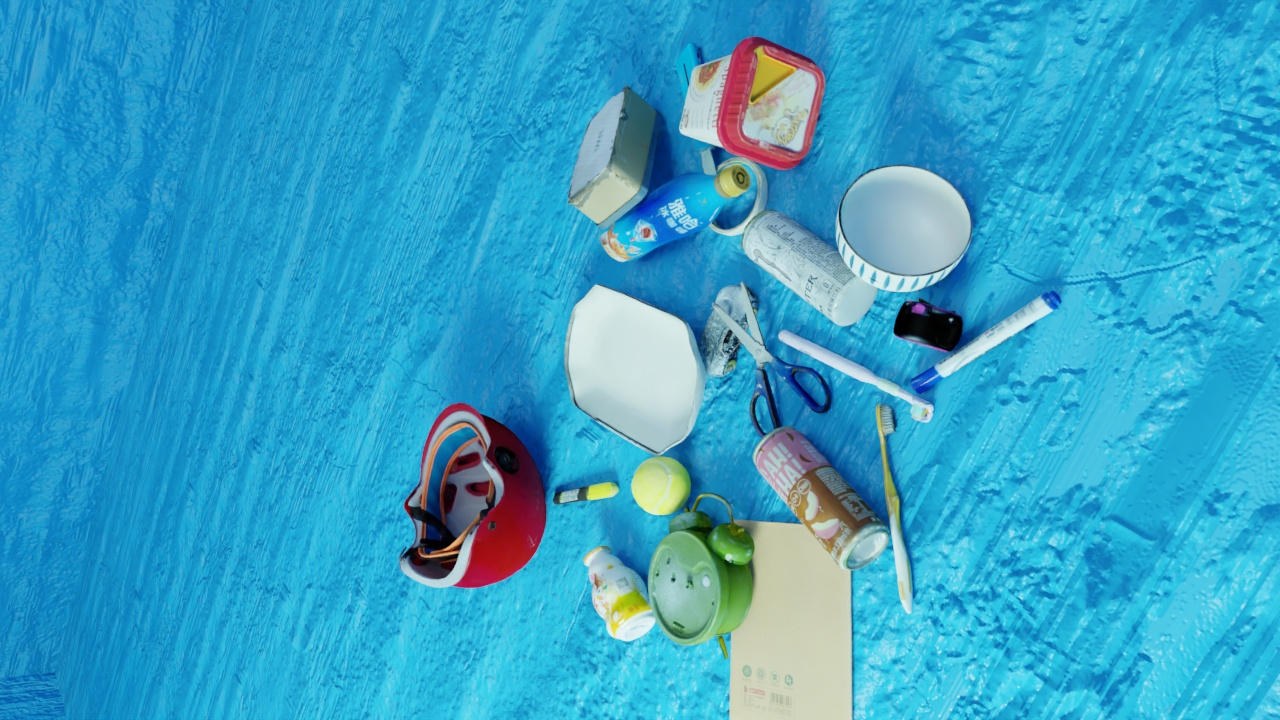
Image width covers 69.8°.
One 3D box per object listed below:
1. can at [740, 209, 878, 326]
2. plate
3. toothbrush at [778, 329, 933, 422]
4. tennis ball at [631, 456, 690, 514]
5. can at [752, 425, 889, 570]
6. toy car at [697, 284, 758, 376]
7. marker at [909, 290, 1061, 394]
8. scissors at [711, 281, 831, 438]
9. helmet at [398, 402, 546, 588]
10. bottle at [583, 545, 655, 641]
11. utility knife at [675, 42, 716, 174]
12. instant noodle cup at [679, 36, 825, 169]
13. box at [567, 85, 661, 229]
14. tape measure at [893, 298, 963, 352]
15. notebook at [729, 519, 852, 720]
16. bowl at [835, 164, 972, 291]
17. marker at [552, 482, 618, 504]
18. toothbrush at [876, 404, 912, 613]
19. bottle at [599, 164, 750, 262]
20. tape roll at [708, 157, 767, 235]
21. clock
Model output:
[{"bbox_3d":[0.166,-0.094,0.912,0.147,0.058,0.058,44,115,39],"label":"can"},{"bbox_3d":[-0.006,0.006,1.073,0.266,0.034,0.162,25,109,51],"label":"plate"},{"bbox_3d":[0.202,0.010,0.889,0.021,0.029,0.189,-40,43,-16],"label":"toothbrush"},{"bbox_3d":[0.023,0.139,1.019,0.066,0.065,0.065,-8,78,45],"label":"tennis ball"},{"bbox_3d":[0.169,0.129,0.871,0.058,0.057,0.147,-60,44,21],"label":"can"},{"bbox_3d":[0.091,-0.034,1.000,0.049,0.031,0.106,34,107,42],"label":"toy car"},{"bbox_3d":[0.297,-0.014,0.796,0.146,0.016,0.017,-40,58,35],"label":"marker"},{"bbox_3d":[0.134,0.003,0.943,0.161,0.012,0.163,10,102,38],"label":"scissors"},{"bbox_3d":[-0.204,0.184,1.196,0.208,0.143,0.239,-32,48,38],"label":"helmet"},{"bbox_3d":[-0.027,0.265,1.055,0.063,0.063,0.108,-55,50,25],"label":"bottle"},{"bbox_3d":[0.068,-0.284,1.061,0.034,0.018,0.187,-29,61,41],"label":"utility knife"},{"bbox_3d":[0.110,-0.267,0.964,0.124,0.116,0.116,20,99,57],"label":"instant noodle cup"},{"bbox_3d":[-0.030,-0.237,1.082,0.090,0.061,0.183,-31,37,40],"label":"box"},{"bbox_3d":[0.256,-0.032,0.811,0.058,0.057,0.039,19,97,22],"label":"tape measure"},{"bbox_3d":[0.148,0.267,0.914,0.148,0.008,0.207,-6,80,45],"label":"notebook"},{"bbox_3d":[0.231,-0.110,0.827,0.066,0.116,0.116,86,168,-65],"label":"bowl"},{"bbox_3d":[-0.071,0.168,1.150,0.124,0.015,0.018,-18,71,46],"label":"marker"},{"bbox_3d":[0.235,0.133,0.839,0.018,0.016,0.191,-14,73,35],"label":"toothbrush"},{"bbox_3d":[0.039,-0.168,1.030,0.219,0.065,0.065,-17,72,50],"label":"bottle"},{"bbox_3d":[0.104,-0.182,1.020,0.086,0.013,0.085,-9,78,45],"label":"tape roll"},{"bbox_3d":[0.066,0.219,0.961,0.116,0.056,0.161,11,94,53],"label":"clock"}]
